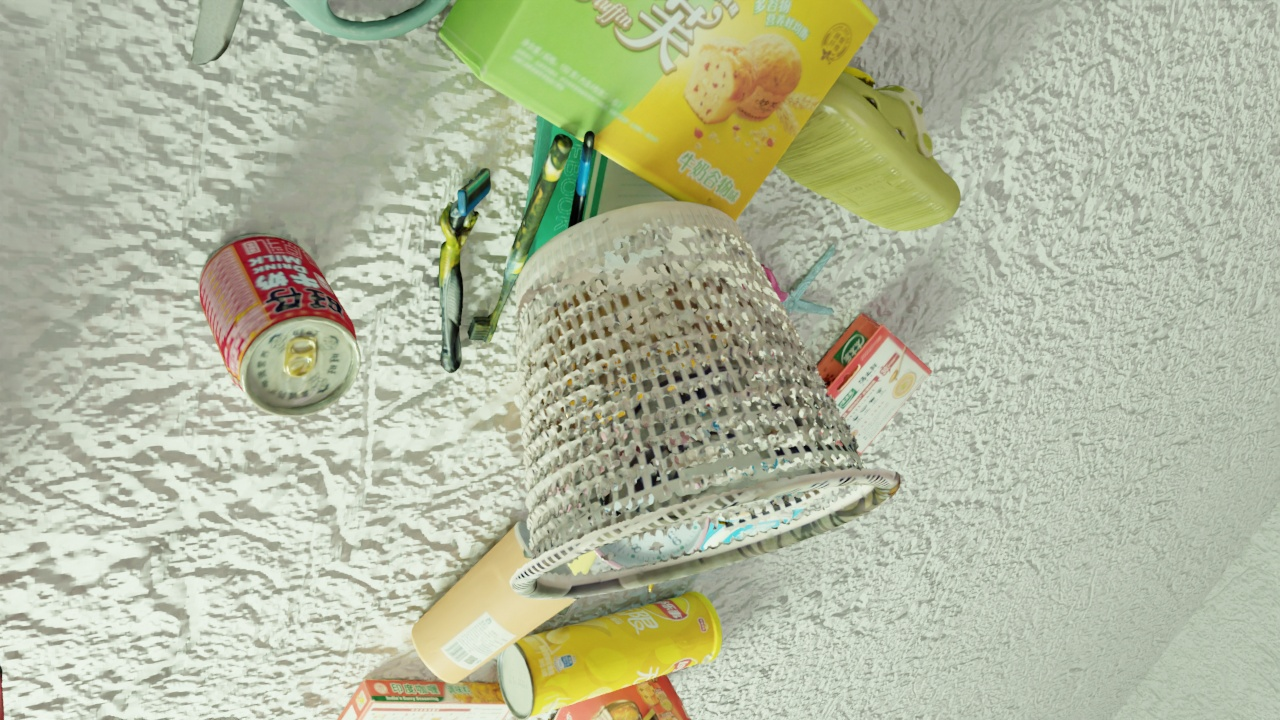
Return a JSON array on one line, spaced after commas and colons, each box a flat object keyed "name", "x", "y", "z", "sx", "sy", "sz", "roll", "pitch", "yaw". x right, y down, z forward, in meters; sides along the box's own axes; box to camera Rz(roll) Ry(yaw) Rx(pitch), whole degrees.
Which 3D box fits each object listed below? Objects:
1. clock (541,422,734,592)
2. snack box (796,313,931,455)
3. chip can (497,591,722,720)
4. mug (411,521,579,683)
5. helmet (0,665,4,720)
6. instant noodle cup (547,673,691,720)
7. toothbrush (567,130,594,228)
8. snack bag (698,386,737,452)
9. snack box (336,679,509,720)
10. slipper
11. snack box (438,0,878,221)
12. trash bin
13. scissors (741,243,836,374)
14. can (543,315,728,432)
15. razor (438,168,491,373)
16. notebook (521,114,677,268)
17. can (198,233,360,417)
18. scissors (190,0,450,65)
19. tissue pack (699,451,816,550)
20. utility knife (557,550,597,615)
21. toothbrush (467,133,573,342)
[{"name": "clock", "x": -0.009, "y": 0.099, "z": 0.725, "sx": 0.117, "sy": 0.059, "sz": 0.158, "roll": -41, "pitch": 100, "yaw": 13}, {"name": "snack box", "x": 0.201, "y": 0.022, "z": 0.862, "sx": 0.113, "sy": 0.044, "sz": 0.127, "roll": -51, "pitch": 138, "yaw": 8}, {"name": "chip can", "x": -0.026, "y": 0.275, "z": 0.868, "sx": 0.213, "sy": 0.072, "sz": 0.072, "roll": -4, "pitch": 124, "yaw": -34}, {"name": "mug", "x": -0.119, "y": 0.199, "z": 0.738, "sx": 0.123, "sy": 0.078, "sz": 0.078, "roll": -41, "pitch": 137, "yaw": 2}, {"name": "helmet", "x": -0.416, "y": 0.134, "z": 0.415, "sx": 0.206, "sy": 0.144, "sz": 0.241, "roll": -6, "pitch": 139, "yaw": -34}, {"name": "instant noodle cup", "x": -0.008, "y": 0.376, "z": 0.931, "sx": 0.137, "sy": 0.108, "sz": 0.138, "roll": -21, "pitch": 132, "yaw": -24}, {"name": "toothbrush", "x": -0.043, "y": -0.078, "z": 0.566, "sx": 0.016, "sy": 0.014, "sz": 0.190, "roll": -9, "pitch": 156, "yaw": -14}, {"name": "snack bag", "x": 0.066, "y": 0.056, "z": 0.801, "sx": 0.048, "sy": 0.026, "sz": 0.104, "roll": -11, "pitch": 128, "yaw": -20}, {"name": "snack box", "x": -0.192, "y": 0.319, "z": 0.807, "sx": 0.155, "sy": 0.027, "sz": 0.077, "roll": 23, "pitch": 107, "yaw": -45}, {"name": "slipper", "x": 0.166, "y": -0.162, "z": 0.679, "sx": 0.190, "sy": 0.092, "sz": 0.081, "roll": 26, "pitch": 65, "yaw": -36}, {"name": "snack box", "x": 0.017, "y": -0.189, "z": 0.522, "sx": 0.209, "sy": 0.070, "sz": 0.158, "roll": 22, "pitch": 110, "yaw": -43}, {"name": "trash bin", "x": 0.015, "y": 0.021, "z": 0.555, "sx": 0.227, "sy": 0.192, "sz": 0.228, "roll": -14, "pitch": 160, "yaw": -5}, {"name": "scissors", "x": 0.119, "y": -0.048, "z": 0.769, "sx": 0.133, "sy": 0.017, "sz": 0.135, "roll": -52, "pitch": 135, "yaw": 1}, {"name": "can", "x": -0.004, "y": 0.004, "z": 0.683, "sx": 0.145, "sy": 0.058, "sz": 0.058, "roll": -27, "pitch": 134, "yaw": -18}, {"name": "razor", "x": -0.118, "y": -0.052, "z": 0.582, "sx": 0.042, "sy": 0.022, "sz": 0.143, "roll": -63, "pitch": 169, "yaw": -55}, {"name": "notebook", "x": 0.001, "y": -0.157, "z": 0.597, "sx": 0.150, "sy": 0.012, "sz": 0.210, "roll": -8, "pitch": 126, "yaw": -32}, {"name": "can", "x": -0.194, "y": -0.019, "z": 0.494, "sx": 0.066, "sy": 0.094, "sz": 0.067, "roll": -20, "pitch": 132, "yaw": -24}, {"name": "scissors", "x": -0.161, "y": -0.222, "z": 0.419, "sx": 0.170, "sy": 0.019, "sz": 0.179, "roll": -16, "pitch": 131, "yaw": -26}, {"name": "tissue pack", "x": 0.085, "y": 0.131, "z": 0.829, "sx": 0.139, "sy": 0.063, "sz": 0.090, "roll": 0, "pitch": 144, "yaw": -39}, {"name": "utility knife", "x": -0.033, "y": 0.146, "z": 0.799, "sx": 0.030, "sy": 0.022, "sz": 0.214, "roll": 7, "pitch": 124, "yaw": -41}, {"name": "toothbrush", "x": -0.076, "y": -0.066, "z": 0.555, "sx": 0.017, "sy": 0.012, "sz": 0.186, "roll": 2, "pitch": 146, "yaw": -25}]
